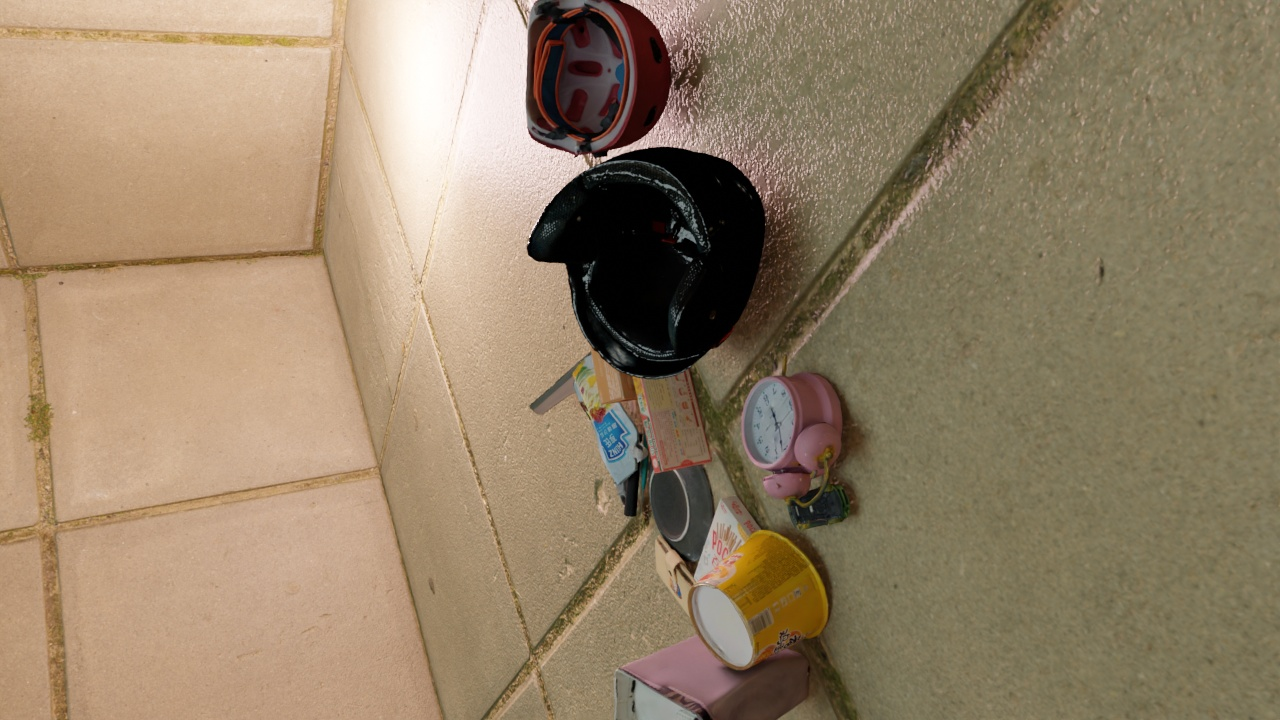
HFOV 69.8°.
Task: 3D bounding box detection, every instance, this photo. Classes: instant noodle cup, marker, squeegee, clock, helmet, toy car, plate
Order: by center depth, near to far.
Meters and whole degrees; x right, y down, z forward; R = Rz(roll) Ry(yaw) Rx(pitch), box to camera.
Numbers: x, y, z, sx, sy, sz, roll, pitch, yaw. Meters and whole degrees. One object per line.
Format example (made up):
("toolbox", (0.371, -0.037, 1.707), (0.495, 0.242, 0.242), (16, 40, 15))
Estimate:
("clock", (0.165, 0.084, 0.987), (0.117, 0.059, 0.158), (-58, 38, 40))
("toy car", (0.196, 0.159, 1.004), (0.091, 0.036, 0.043), (-32, 68, 61))
("instant noodle cup", (0.129, 0.281, 1.055), (0.138, 0.109, 0.138), (31, 133, 41))
("helmet", (0.022, -0.115, 1.059), (0.233, 0.229, 0.275), (37, 140, 22))
("helmet", (-0.038, -0.372, 1.198), (0.240, 0.143, 0.207), (24, 120, 42))
("plate", (0.048, 0.199, 1.307), (0.179, 0.024, 0.179), (26, 120, 57))
("marker", (-0.010, 0.175, 1.400), (0.022, 0.020, 0.132), (-122, 36, -77))
("squeegee", (-0.058, 0.124, 1.473), (0.248, 0.040, 0.249), (-39, 67, 39))

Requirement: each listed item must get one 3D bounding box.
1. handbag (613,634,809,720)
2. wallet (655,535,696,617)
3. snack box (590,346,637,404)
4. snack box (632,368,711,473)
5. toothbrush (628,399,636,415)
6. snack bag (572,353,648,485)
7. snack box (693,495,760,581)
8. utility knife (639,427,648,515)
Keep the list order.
("handbag", (0.085, 0.389, 1.069), (0.145, 0.196, 0.098), (0, 94, 43))
("wallet", (0.053, 0.312, 1.315), (0.115, 0.024, 0.087), (48, 150, 48))
("snack box", (-0.008, 0.008, 1.285), (0.077, 0.094, 0.092), (-19, 80, 62))
("snack box", (0.040, 0.068, 1.230), (0.027, 0.077, 0.155), (-30, 71, 61))
("toothbrush", (-0.027, -0.004, 1.402), (0.016, 0.016, 0.180), (-18, 81, 64))
("snack bag", (-0.048, 0.087, 1.397), (0.111, 0.038, 0.191), (-41, 64, 42))
("snack box", (0.116, 0.260, 1.193), (0.084, 0.026, 0.157), (53, 142, 43))
("utility knife", (0.005, 0.156, 1.381), (0.029, 0.013, 0.217), (-89, 1, -70))
